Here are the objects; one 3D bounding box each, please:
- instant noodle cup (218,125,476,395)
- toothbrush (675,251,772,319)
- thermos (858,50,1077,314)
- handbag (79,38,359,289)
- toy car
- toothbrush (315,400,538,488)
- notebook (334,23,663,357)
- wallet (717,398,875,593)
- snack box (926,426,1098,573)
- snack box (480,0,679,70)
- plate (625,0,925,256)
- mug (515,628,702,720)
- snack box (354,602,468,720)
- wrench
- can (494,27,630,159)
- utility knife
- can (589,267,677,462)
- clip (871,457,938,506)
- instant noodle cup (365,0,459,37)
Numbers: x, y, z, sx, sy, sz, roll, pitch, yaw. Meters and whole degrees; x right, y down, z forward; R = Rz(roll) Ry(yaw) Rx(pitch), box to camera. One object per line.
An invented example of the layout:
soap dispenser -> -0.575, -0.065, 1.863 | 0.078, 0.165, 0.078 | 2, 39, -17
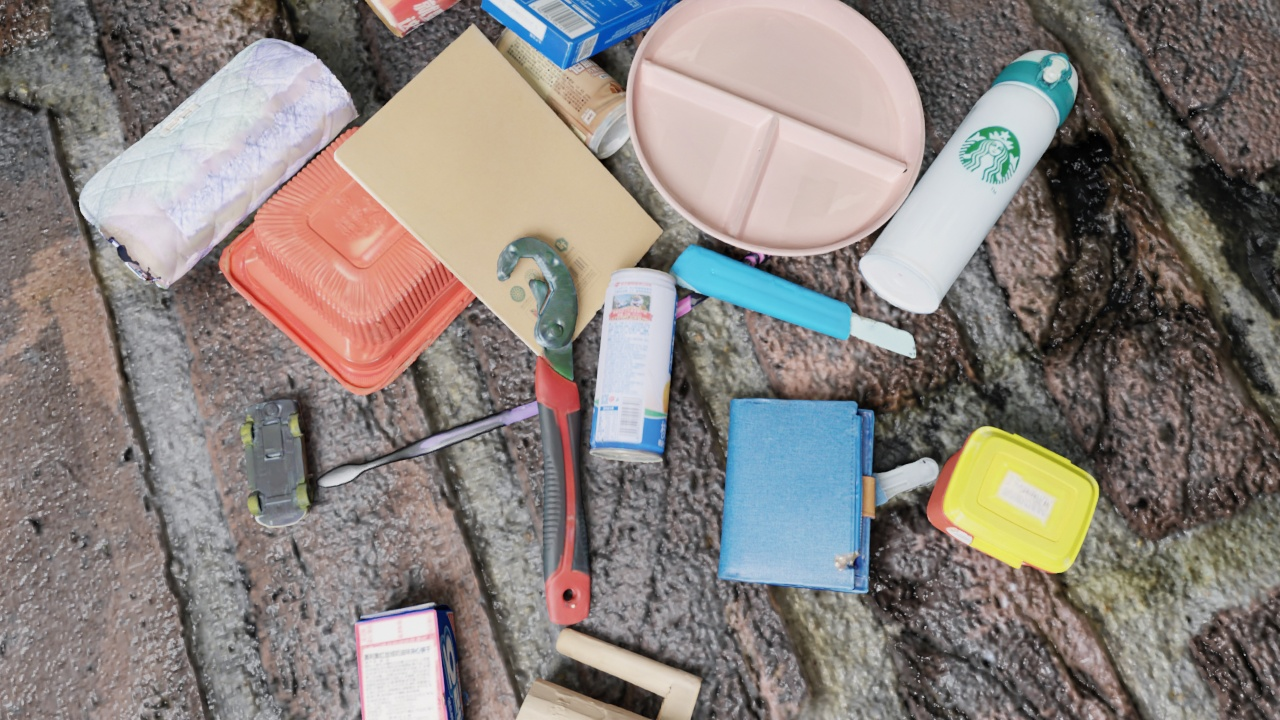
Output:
instant noodle cup -> -0.197, -0.091, 0.678 | 0.164, 0.079, 0.188 | 39, 73, 5
toothbrush -> 0.081, -0.074, 0.708 | 0.189, 0.018, 0.014 | -34, 80, -8
thermos -> 0.256, -0.142, 0.698 | 0.073, 0.073, 0.224 | 36, 77, 8
handbag -> -0.311, -0.148, 0.667 | 0.134, 0.075, 0.193 | 28, 72, 42
toy car -> -0.256, 0.074, 0.654 | 0.042, 0.035, 0.090 | -10, 76, -2
toothbrush -> -0.144, 0.058, 0.674 | 0.189, 0.017, 0.014 | -19, 87, -9
notebook -> -0.093, -0.119, 0.663 | 0.207, 0.008, 0.147 | 45, 67, -17
wallet -> 0.112, 0.094, 0.651 | 0.106, 0.040, 0.133 | 2, 76, 11
snack box -> 0.248, 0.100, 0.629 | 0.091, 0.080, 0.082 | 27, 75, 6
snack box -> -0.042, -0.285, 0.723 | 0.084, 0.026, 0.156 | 40, 49, 9
plate -> 0.102, -0.183, 0.696 | 0.229, 0.028, 0.229 | 2, 75, -7
mug -> -0.026, 0.244, 0.595 | 0.103, 0.084, 0.124 | 20, 51, 6
snack box -> -0.141, 0.266, 0.593 | 0.058, 0.057, 0.207 | -9, 75, -1
wrench -> -0.061, 0.048, 0.648 | 0.056, 0.016, 0.273 | -5, 87, -28
can -> -0.058, -0.215, 0.722 | 0.116, 0.058, 0.058 | 43, 78, 10
utility knife -> 0.118, -0.042, 0.693 | 0.199, 0.018, 0.034 | 20, 86, -2
can -> -0.004, 0.004, 0.663 | 0.053, 0.053, 0.134 | 5, 78, 1
clip -> 0.187, 0.087, 0.666 | 0.057, 0.031, 0.025 | -21, 74, 2
instant noodle cup -> -0.182, -0.330, 0.720 | 0.108, 0.138, 0.138 | -40, 79, -2
